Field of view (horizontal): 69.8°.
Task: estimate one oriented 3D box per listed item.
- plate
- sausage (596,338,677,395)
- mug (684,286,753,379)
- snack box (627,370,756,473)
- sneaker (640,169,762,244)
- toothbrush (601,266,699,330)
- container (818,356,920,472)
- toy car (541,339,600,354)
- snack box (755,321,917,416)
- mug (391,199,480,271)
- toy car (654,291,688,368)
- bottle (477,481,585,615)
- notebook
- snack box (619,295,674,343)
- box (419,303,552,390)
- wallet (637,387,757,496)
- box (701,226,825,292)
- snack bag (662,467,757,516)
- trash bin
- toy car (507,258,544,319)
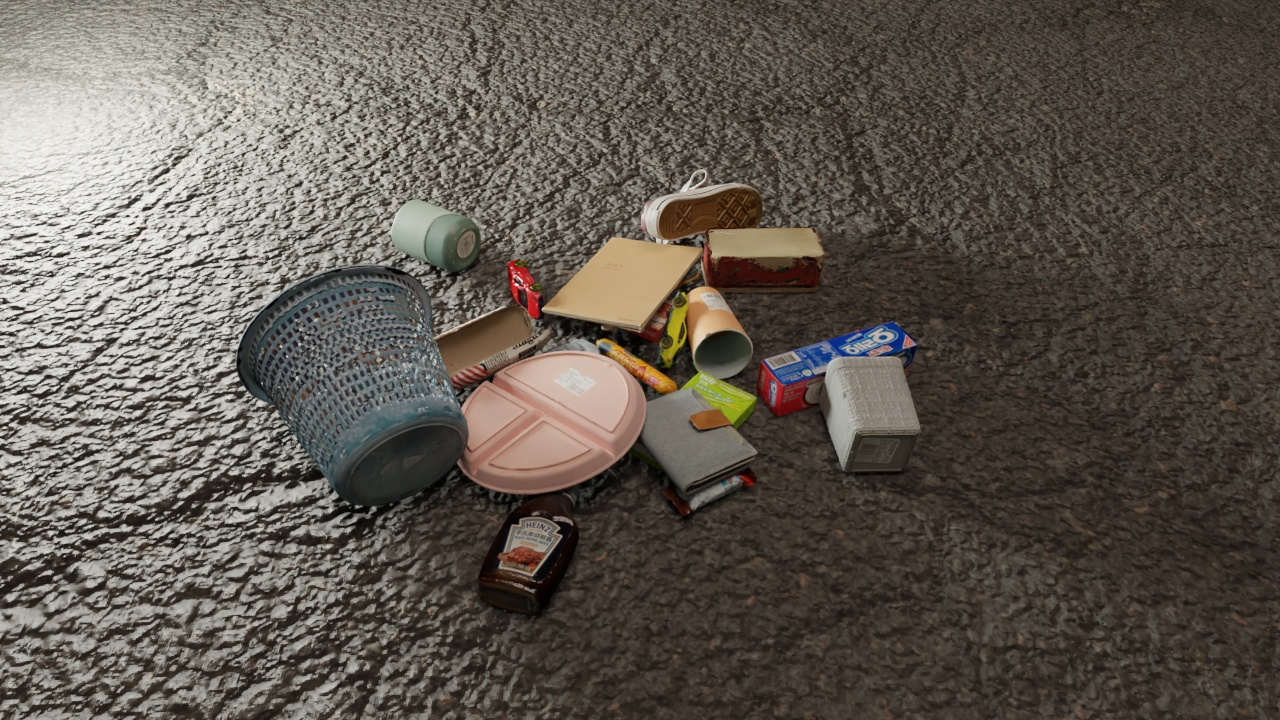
[{"bbox_3d":[-0.108,0.062,1.056,0.229,0.028,0.229,-9,37,7],"label":"plate"},{"bbox_3d":[-0.007,0.007,1.167,0.021,0.021,0.165,-26,38,-29],"label":"sausage"},{"bbox_3d":[0.094,-0.042,1.208,0.078,0.078,0.122,-5,37,-9],"label":"mug"},{"bbox_3d":[0.064,0.077,1.102,0.086,0.026,0.156,26,46,25],"label":"snack box"},{"bbox_3d":[0.085,-0.227,1.390,0.240,0.118,0.088,-14,28,-39],"label":"sneaker"},{"bbox_3d":[0.016,-0.086,1.253,0.016,0.018,0.190,33,49,32],"label":"toothbrush"},{"bbox_3d":[0.271,0.066,1.081,0.090,0.090,0.114,-1,44,-4],"label":"container"},{"bbox_3d":[-0.098,0.001,1.178,0.105,0.031,0.049,-23,48,-28],"label":"toy car"},{"bbox_3d":[0.252,0.008,1.168,0.207,0.058,0.057,-16,44,-20],"label":"snack box"},{"bbox_3d":[-0.288,-0.181,1.349,0.106,0.082,0.111,21,13,21],"label":"mug"},{"bbox_3d":[0.045,-0.040,1.197,0.032,0.048,0.105,17,71,-4],"label":"toy car"},{"bbox_3d":[-0.101,0.175,0.966,0.080,0.044,0.194,10,40,14],"label":"bottle"},{"bbox_3d":[-0.021,-0.111,1.272,0.150,0.012,0.210,11,39,24],"label":"notebook"},{"bbox_3d":[-0.022,-0.079,1.278,0.153,0.025,0.075,23,44,22],"label":"snack box"},{"bbox_3d":[-0.189,-0.015,1.155,0.161,0.076,0.087,-27,20,-33],"label":"box"},{"bbox_3d":[0.057,0.085,1.043,0.106,0.037,0.129,-21,47,-25],"label":"wallet"},{"bbox_3d":[0.178,-0.153,1.335,0.168,0.078,0.091,-1,40,-4],"label":"box"},{"bbox_3d":[0.079,0.141,1.028,0.105,0.026,0.045,-21,49,-22],"label":"snack bag"},{"bbox_3d":[-0.295,0.042,1.002,0.226,0.227,0.195,-21,59,-26],"label":"trash bin"},{"bbox_3d":[-0.159,-0.097,1.273,0.031,0.049,0.106,-17,45,-21],"label":"toy car"}]
